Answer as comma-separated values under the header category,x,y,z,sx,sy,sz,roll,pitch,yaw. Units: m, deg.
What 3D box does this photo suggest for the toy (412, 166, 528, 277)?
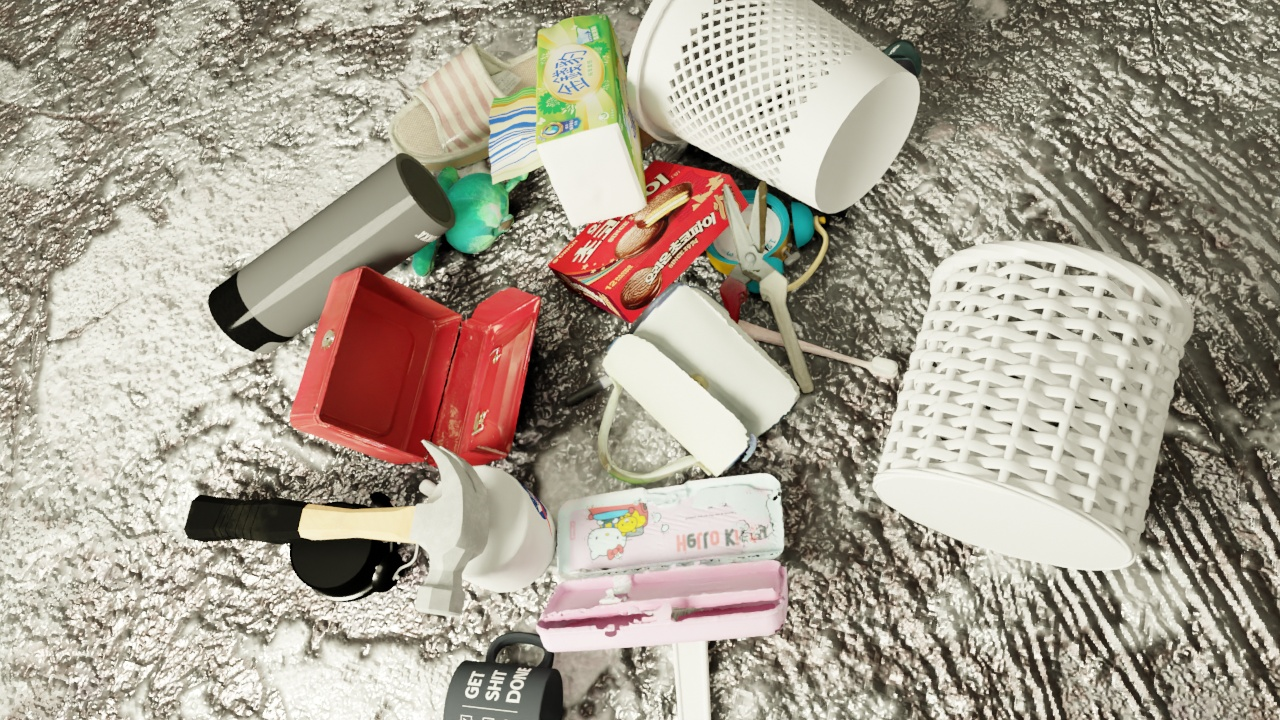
category,x,y,z,sx,sy,sz,roll,pitch,yaw
toy,-0.202,-0.152,0.932,0.194,0.072,0.130,-2,68,20

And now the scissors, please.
category,x,y,z,sx,sy,sz,roll,pitch,yaw
scissors,0.102,-0.049,0.816,0.179,0.015,0.185,40,103,-1

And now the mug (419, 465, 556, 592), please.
category,x,y,z,sx,sy,sz,roll,pitch,yaw
mug,-0.139,0.138,0.787,0.121,0.090,0.091,28,76,20

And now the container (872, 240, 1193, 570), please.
category,x,y,z,sx,sy,sz,roll,pitch,yaw
container,0.292,0.037,0.694,0.189,0.189,0.186,17,73,16

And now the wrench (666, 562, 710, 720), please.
category,x,y,z,sx,sy,sz,roll,pitch,yaw
wrench,0.042,0.274,0.740,0.066,0.018,0.272,-6,66,8

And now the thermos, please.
category,x,y,z,sx,sy,sz,roll,pitch,yaw
thermos,-0.298,-0.098,0.884,0.241,0.082,0.082,-31,65,15

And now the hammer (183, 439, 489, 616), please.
category,x,y,z,sx,sy,sz,roll,pitch,yaw
hammer,-0.267,0.137,0.775,0.329,0.039,0.131,-4,68,29

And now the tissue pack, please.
category,x,y,z,sx,sy,sz,roll,pitch,yaw
tissue pack,-0.079,-0.226,0.881,0.141,0.120,0.197,-13,43,9

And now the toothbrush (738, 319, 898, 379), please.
category,x,y,z,sx,sy,sz,roll,pitch,yaw
toothbrush,0.144,-0.015,0.837,0.181,0.018,0.015,17,72,17

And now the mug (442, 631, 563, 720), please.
category,x,y,z,sx,sy,sz,roll,pitch,yaw
mug,-0.106,0.269,0.747,0.077,0.071,0.104,2,42,11

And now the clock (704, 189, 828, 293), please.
category,x,y,z,sx,sy,sz,roll,pitch,yaw
clock,0.112,-0.115,0.871,0.130,0.044,0.099,31,77,27

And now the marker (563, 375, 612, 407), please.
category,x,y,z,sx,sy,sz,roll,pitch,yaw
marker,-0.005,0.005,0.860,0.152,0.011,0.011,-28,66,-2

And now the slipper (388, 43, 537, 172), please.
category,x,y,z,sx,sy,sz,roll,pitch,yaw
slipper,-0.151,-0.292,0.985,0.263,0.052,0.115,-26,67,-1

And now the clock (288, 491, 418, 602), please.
category,x,y,z,sx,sy,sz,roll,pitch,yaw
clock,-0.256,0.167,0.824,0.121,0.042,0.091,-10,67,6

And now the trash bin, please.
category,x,y,z,sx,sy,sz,roll,pitch,yaw
trash bin,0.126,-0.241,0.824,0.195,0.195,0.199,-44,63,-9

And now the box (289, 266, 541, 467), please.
category,x,y,z,sx,sy,sz,roll,pitch,yaw
box,-0.205,0.005,0.817,0.170,0.157,0.156,18,66,-23

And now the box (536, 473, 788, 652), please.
category,x,y,z,sx,sy,sz,roll,pitch,yaw
box,0.021,0.173,0.757,0.202,0.067,0.153,-9,37,15

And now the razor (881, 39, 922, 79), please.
category,x,y,z,sx,sy,sz,roll,pitch,yaw
razor,0.218,-0.257,0.908,0.143,0.047,0.052,-44,43,-6

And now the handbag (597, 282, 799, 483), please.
category,x,y,z,sx,sy,sz,roll,pitch,yaw
handbag,0.029,0.039,0.792,0.151,0.074,0.176,45,102,7

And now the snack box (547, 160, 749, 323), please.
category,x,y,z,sx,sy,sz,roll,pitch,yaw
snack box,0.003,-0.116,0.855,0.152,0.036,0.133,-46,33,-9

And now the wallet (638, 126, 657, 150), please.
category,x,y,z,sx,sy,sz,roll,pitch,yaw
wallet,-0.043,-0.233,0.962,0.121,0.013,0.087,-33,62,-3
